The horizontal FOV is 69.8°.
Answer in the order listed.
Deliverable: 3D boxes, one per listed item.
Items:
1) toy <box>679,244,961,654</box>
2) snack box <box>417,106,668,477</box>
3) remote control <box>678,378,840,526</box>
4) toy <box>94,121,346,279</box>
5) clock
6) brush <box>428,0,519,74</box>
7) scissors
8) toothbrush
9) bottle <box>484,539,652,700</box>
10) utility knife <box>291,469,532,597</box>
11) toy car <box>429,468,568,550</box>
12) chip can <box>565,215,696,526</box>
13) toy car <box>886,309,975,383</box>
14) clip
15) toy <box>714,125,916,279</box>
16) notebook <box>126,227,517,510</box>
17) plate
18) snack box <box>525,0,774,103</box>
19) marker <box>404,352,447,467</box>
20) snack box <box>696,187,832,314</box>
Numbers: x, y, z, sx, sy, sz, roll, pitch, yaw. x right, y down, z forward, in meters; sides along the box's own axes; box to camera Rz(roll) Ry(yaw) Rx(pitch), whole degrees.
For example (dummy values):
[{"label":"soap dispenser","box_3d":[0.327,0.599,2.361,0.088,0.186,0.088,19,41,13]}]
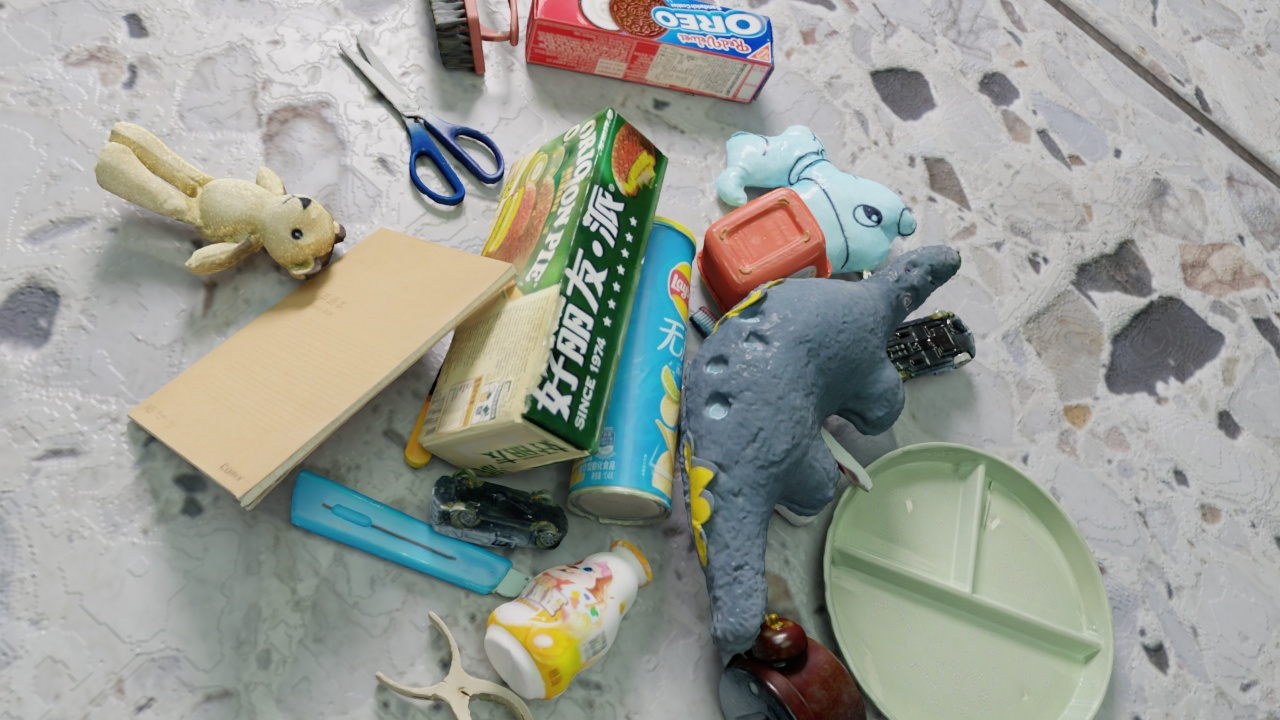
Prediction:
[{"label":"toy","box_3d":[0.106,0.018,0.618,0.138,0.092,0.355,34,60,10]},{"label":"snack box","box_3d":[-0.062,-0.046,0.612,0.063,0.115,0.239,34,55,-34]},{"label":"remote control","box_3d":[0.082,0.059,0.667,0.136,0.020,0.055,40,62,4]},{"label":"toy","box_3d":[-0.278,-0.107,0.610,0.157,0.066,0.104,25,43,-12]},{"label":"clock","box_3d":[0.087,0.204,0.567,0.055,0.082,0.122,-22,75,-29]},{"label":"brush","box_3d":[-0.141,-0.310,0.749,0.069,0.063,0.145,-11,67,-9]},{"label":"scissors","box_3d":[-0.183,-0.184,0.707,0.173,0.012,0.126,25,61,-3]},{"label":"toothbrush","box_3d":[0.101,0.028,0.677,0.017,0.016,0.187,-35,70,-19]},{"label":"bottle","box_3d":[-0.041,0.154,0.562,0.108,0.063,0.063,-34,79,-35]},{"label":"utility knife","box_3d":[-0.143,0.114,0.575,0.161,0.018,0.034,24,61,-7]},{"label":"toy car","box_3d":[-0.090,0.099,0.585,0.090,0.034,0.043,16,23,-19]},{"label":"chip can","box_3d":[-0.004,0.004,0.638,0.071,0.071,0.209,12,63,-11]},{"label":"toy car","box_3d":[0.219,-0.008,0.733,0.105,0.031,0.049,-14,71,-21]},{"label":"clip","box_3d":[-0.104,0.198,0.540,0.100,0.035,0.070,39,62,9]},{"label":"toy","box_3d":[0.146,-0.130,0.759,0.161,0.050,0.156,-7,70,-8]},{"label":"notebook","box_3d":[-0.198,-0.010,0.572,0.150,0.012,0.211,20,53,38]},{"label":"plate","box_3d":[0.232,0.170,0.657,0.230,0.028,0.229,6,64,-13]},{"label":"snack box","box_3d":[0.009,-0.272,0.780,0.207,0.058,0.057,7,67,-14]},{"label":"marker","box_3d":[-0.133,0.017,0.626,0.018,0.015,0.123,21,59,-8]},{"label":"snack box","box_3d":[0.093,-0.078,0.687,0.091,0.080,0.082,-29,76,-1]}]
